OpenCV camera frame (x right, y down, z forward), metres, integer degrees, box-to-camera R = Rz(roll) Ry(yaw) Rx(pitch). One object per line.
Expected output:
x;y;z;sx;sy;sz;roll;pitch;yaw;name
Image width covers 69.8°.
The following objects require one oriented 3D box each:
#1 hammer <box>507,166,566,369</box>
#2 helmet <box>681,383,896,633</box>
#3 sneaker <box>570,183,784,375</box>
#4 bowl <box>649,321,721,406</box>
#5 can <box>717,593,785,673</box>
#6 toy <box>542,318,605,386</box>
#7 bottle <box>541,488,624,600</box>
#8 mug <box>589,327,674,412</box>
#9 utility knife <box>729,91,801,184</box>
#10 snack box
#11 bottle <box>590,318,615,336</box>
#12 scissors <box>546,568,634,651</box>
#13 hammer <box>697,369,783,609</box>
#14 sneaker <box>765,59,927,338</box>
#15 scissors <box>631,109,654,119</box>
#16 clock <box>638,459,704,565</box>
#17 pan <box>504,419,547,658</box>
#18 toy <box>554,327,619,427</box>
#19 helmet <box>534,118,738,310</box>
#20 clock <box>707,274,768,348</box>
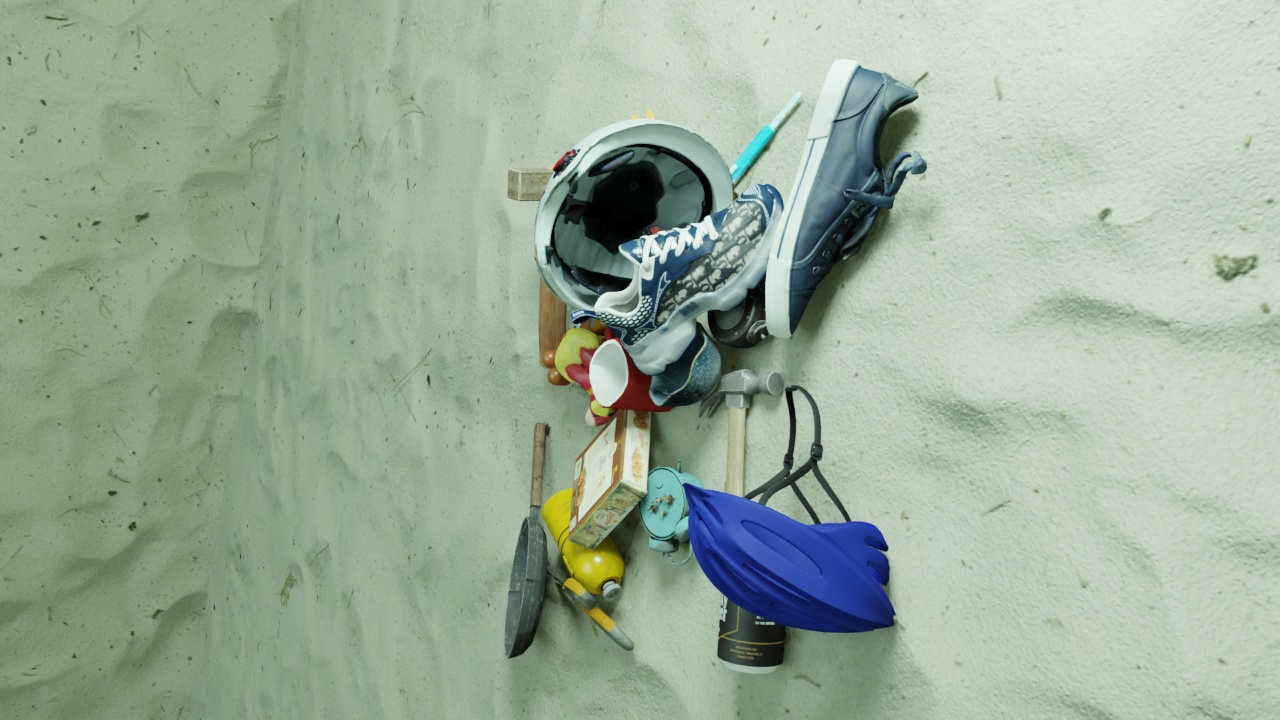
-0.120;-0.131;1.351;0.037;0.157;0.301;26;118;50;hammer
0.163;0.148;0.912;0.148;0.241;0.227;105;-171;-79;helmet
0.042;-0.108;1.040;0.270;0.132;0.103;-46;28;25;sneaker
0.061;0.013;1.101;0.111;0.055;0.110;-49;23;29;bowl
0.123;0.270;1.004;0.072;0.071;0.128;-1;84;52;can
-0.086;-0.023;1.322;0.128;0.065;0.095;-54;43;24;toy
-0.073;0.257;1.255;0.163;0.071;0.071;53;125;41;bottle
-0.007;0.007;1.188;0.081;0.096;0.116;-43;53;39;mug
0.143;-0.261;1.103;0.159;0.015;0.022;-48;50;39;utility knife
-0.041;0.150;1.209;0.147;0.041;0.142;-50;24;36;snack box
-0.037;-0.116;1.268;0.068;0.067;0.156;-17;71;49;bottle
-0.091;0.318;1.254;0.016;0.166;0.225;-44;35;-17;scissors
0.112;0.176;1.078;0.120;0.030;0.331;-3;85;52;hammer
0.215;-0.153;0.953;0.127;0.120;0.295;21;104;17;sneaker
0.025;-0.314;1.252;0.084;0.012;0.132;-14;47;11;scissors
0.043;0.190;1.133;0.090;0.053;0.124;-38;56;43;clock
-0.160;0.259;1.364;0.208;0.040;0.356;127;151;-66;pan
-0.063;0.018;1.259;0.106;0.067;0.137;-30;85;41;toy
-0.011;-0.187;1.138;0.265;0.236;0.163;-60;23;25;helmet
0.124;-0.059;1.073;0.123;0.043;0.091;8;87;56;clock
